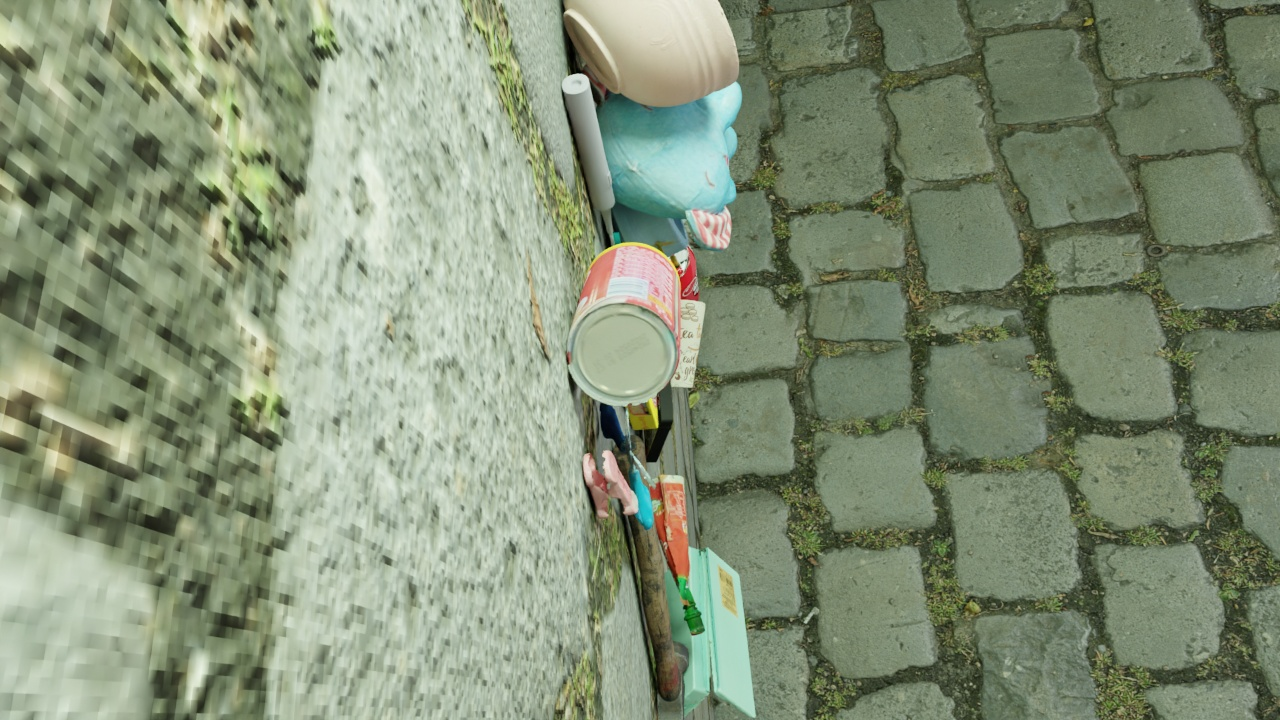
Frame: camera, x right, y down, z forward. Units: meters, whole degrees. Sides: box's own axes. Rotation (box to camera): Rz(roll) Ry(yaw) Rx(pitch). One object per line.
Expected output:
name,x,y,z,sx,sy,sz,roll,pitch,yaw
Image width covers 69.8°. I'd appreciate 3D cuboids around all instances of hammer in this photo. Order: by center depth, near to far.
hammer,0.011,0.206,0.795,0.119,0.033,0.331,-87,170,-55

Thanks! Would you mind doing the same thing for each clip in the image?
clip,-0.016,0.080,0.574,0.023,0.043,0.060,-95,-170,-46

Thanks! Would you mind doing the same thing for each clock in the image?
clock,0.001,-0.142,0.833,0.124,0.052,0.088,69,14,9

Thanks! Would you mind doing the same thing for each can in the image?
can,-0.008,-0.027,0.581,0.124,0.067,0.067,-84,168,-67
can,0.033,-0.099,1.125,0.142,0.074,0.074,68,17,-74

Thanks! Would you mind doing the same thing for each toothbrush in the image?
toothbrush,-0.033,-0.141,0.697,0.188,0.019,0.018,77,2,-61

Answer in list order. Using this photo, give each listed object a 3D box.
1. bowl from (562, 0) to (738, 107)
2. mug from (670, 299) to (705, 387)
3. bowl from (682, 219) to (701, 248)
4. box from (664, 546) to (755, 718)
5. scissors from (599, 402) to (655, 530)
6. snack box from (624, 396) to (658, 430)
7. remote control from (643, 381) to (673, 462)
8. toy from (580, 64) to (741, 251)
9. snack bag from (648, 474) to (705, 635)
bowl,-0.006,-0.239,0.654,0.153,0.076,0.153,51,-3,3
mug,0.024,-0.018,1.071,0.122,0.081,0.097,178,-85,-68
bowl,0.033,-0.210,1.132,0.160,0.094,0.160,-4,88,-85
box,0.080,0.300,0.995,0.077,0.091,0.188,-58,-162,32
scissors,-0.012,0.056,0.601,0.130,0.014,0.117,84,-17,-59
snack box,-0.005,0.005,0.841,0.152,0.025,0.075,74,12,-66
remote control,0.017,0.061,0.960,0.134,0.013,0.058,105,-17,-64
toy,0.039,-0.185,0.763,0.183,0.115,0.180,52,42,-2
snack bag,0.039,0.193,0.907,0.087,0.044,0.155,63,13,-71
